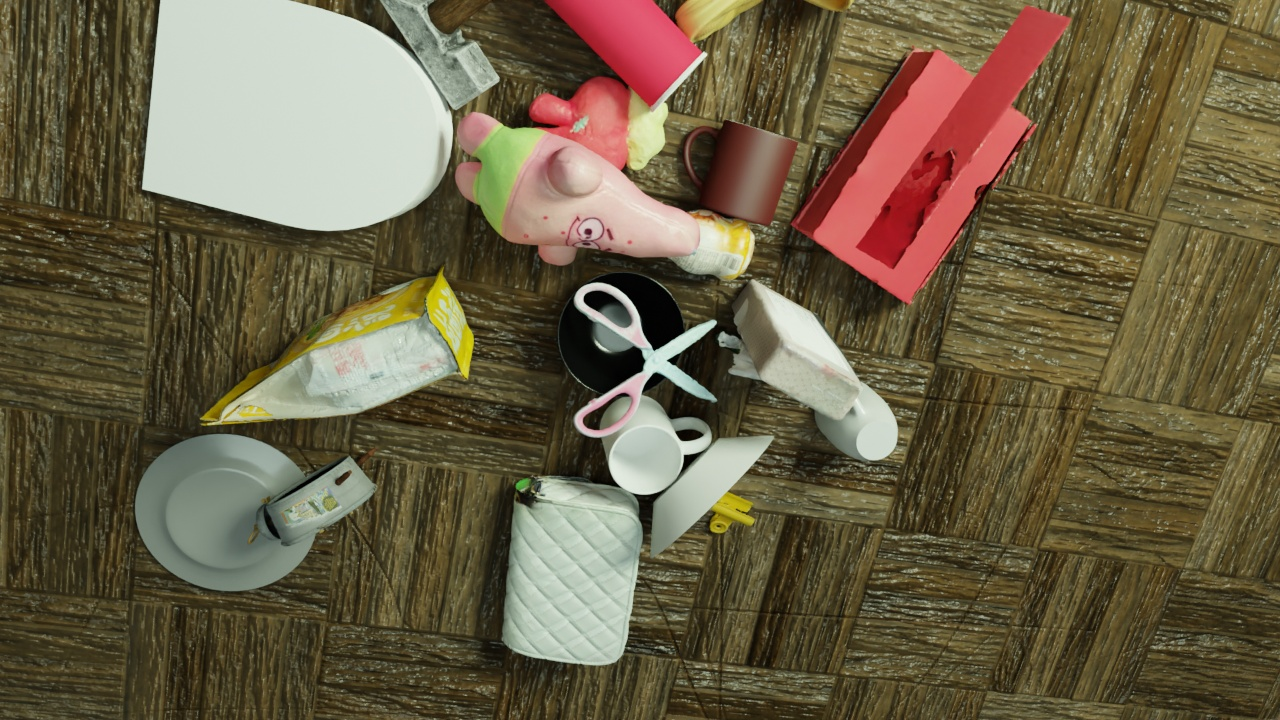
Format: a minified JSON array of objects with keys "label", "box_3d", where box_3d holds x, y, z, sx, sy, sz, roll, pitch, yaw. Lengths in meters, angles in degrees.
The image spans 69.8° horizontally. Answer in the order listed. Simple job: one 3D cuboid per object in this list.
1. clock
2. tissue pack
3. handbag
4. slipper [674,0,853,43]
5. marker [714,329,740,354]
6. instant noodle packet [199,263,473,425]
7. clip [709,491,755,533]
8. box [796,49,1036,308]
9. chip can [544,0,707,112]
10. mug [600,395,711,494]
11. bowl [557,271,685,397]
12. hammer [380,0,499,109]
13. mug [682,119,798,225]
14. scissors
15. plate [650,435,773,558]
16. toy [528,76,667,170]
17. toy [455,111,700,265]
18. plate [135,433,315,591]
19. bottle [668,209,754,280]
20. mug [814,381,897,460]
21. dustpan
[{"label":"clock","box_3d":[-0.327,0.145,0.907,0.148,0.104,0.056,-28,99,7]},{"label":"tissue pack","box_3d":[0.136,-0.011,0.880,0.104,0.181,0.071,26,113,-15]},{"label":"handbag","box_3d":[-0.074,0.223,0.981,0.139,0.072,0.195,8,107,-1]},{"label":"slipper","box_3d":[0.158,-0.347,0.817,0.263,0.099,0.078,-29,96,6]},{"label":"marker","box_3d":[0.142,0.007,0.935,0.146,0.017,0.017,28,103,15]},{"label":"instant noodle packet","box_3d":[-0.272,-0.005,0.832,0.221,0.163,0.084,-19,109,-2]},{"label":"clip","box_3d":[0.096,0.170,1.011,0.054,0.048,0.046,25,77,-16]},{"label":"box","box_3d":[0.308,-0.178,1.017,0.148,0.374,0.213,36,101,16]},{"label":"chip can","box_3d":[-0.044,-0.321,0.799,0.220,0.069,0.069,44,97,-9]},{"label":"mug","box_3d":[0.018,0.081,0.937,0.110,0.090,0.074,-9,108,-5]},{"label":"bowl","box_3d":[-0.021,-0.029,0.916,0.124,0.052,0.124,-1,102,-6]},{"label":"hammer","box_3d":[-0.108,-0.363,0.730,0.301,0.036,0.218,-21,113,34]},{"label":"mug","box_3d":[0.088,-0.185,0.881,0.106,0.073,0.083,21,105,16]},{"label":"scissors","box_3d":[-0.006,-0.007,0.877,0.170,0.013,0.175,-33,95,-7]},{"label":"plate","box_3d":[0.059,0.124,0.926,0.174,0.174,0.036,-45,85,7]},{"label":"toy","box_3d":[-0.040,-0.218,0.860,0.135,0.045,0.092,-4,110,-8]},{"label":"toy","box_3d":[-0.059,-0.140,0.827,0.236,0.192,0.096,20,70,-2]},{"label":"plate","box_3d":[-0.425,0.160,0.942,0.178,0.012,0.178,-2,108,-7]},{"label":"bottle","box_3d":[0.053,-0.117,0.895,0.108,0.063,0.063,12,105,-11]},{"label":"mug","box_3d":[0.223,0.053,0.957,0.071,0.089,0.107,-29,109,1]},{"label":"dustpan","box_3d":[-0.305,-0.221,0.837,0.258,0.053,0.192,14,105,0]}]
